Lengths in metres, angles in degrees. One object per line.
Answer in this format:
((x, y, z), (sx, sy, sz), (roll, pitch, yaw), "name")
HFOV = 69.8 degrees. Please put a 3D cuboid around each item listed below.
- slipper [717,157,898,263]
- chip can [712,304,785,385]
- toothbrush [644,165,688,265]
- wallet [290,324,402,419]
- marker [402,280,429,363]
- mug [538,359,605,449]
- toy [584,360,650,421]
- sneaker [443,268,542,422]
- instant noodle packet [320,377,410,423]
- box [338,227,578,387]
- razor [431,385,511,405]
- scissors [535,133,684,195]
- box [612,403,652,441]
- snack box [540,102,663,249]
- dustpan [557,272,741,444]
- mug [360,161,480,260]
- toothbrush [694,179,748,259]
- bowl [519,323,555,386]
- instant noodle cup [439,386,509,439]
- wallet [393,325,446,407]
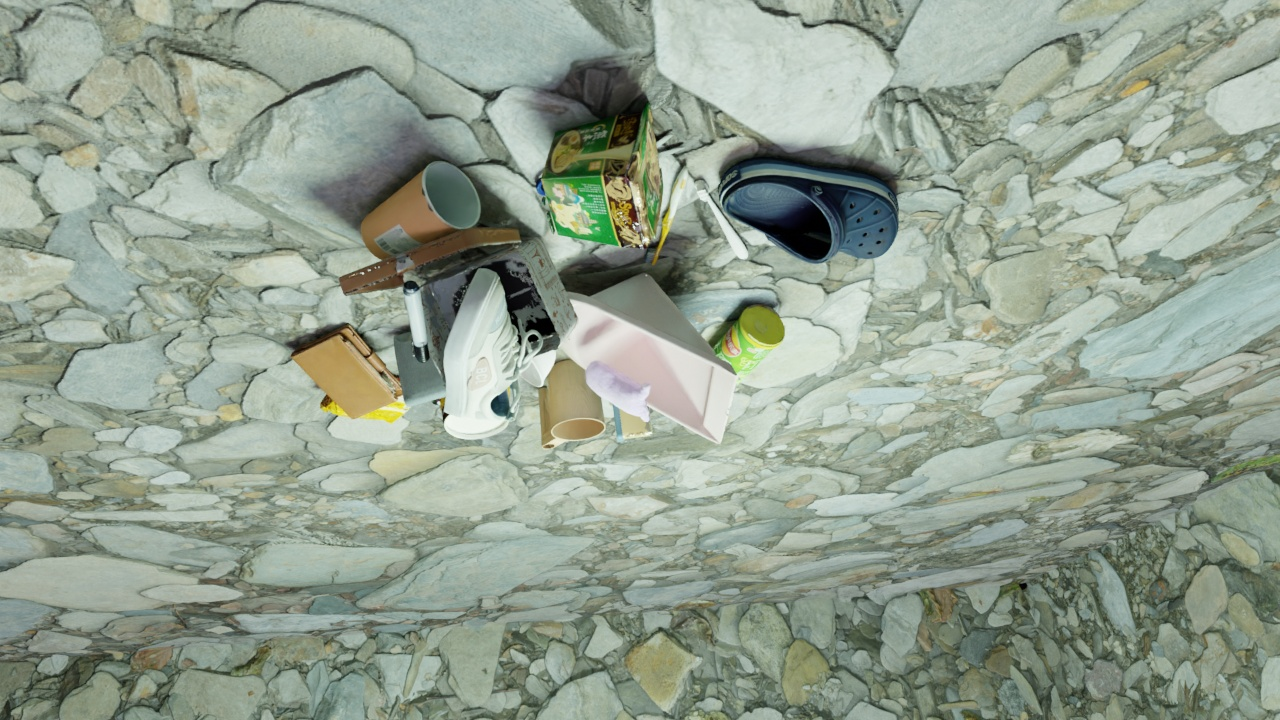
((0.208, -0.168, 1.076), (0.252, 0.095, 0.105), (12, 150, -27), "slipper")
((0.138, 0.000, 1.399), (0.072, 0.072, 0.222), (4, 150, -22), "chip can")
((0.030, -0.171, 1.104), (0.018, 0.016, 0.192), (6, 151, -9), "toothbrush")
((-0.406, 0.018, 1.283), (0.108, 0.031, 0.132), (-21, 124, 23), "wallet")
((-0.250, -0.041, 1.018), (0.022, 0.018, 0.131), (8, 143, 1), "marker")
((-0.114, 0.069, 1.429), (0.084, 0.103, 0.125), (18, 143, -41), "mug")
((-0.032, 0.037, 1.265), (0.108, 0.038, 0.084), (31, 145, 19), "toy")
((-0.162, -0.002, 1.011), (0.091, 0.089, 0.243), (18, 144, -2), "sneaker")
((-0.401, 0.055, 1.392), (0.128, 0.044, 0.111), (16, 143, -42), "instant noodle packet")
((-0.197, -0.054, 1.074), (0.180, 0.156, 0.226), (-17, -178, 17), "box")
((-0.264, 0.052, 1.446), (0.143, 0.022, 0.043), (-13, 150, 11), "razor")
((-0.040, -0.211, 1.012), (0.140, 0.012, 0.171), (9, 146, -30), "scissors")
((-0.015, 0.073, 1.412), (0.059, 0.090, 0.184), (-8, 180, 1), "box")
((-0.039, -0.188, 0.953), (0.106, 0.117, 0.118), (1, 140, 11), "snack box")
((-0.007, 0.007, 1.236), (0.138, 0.273, 0.223), (-29, 154, -15), "dustpan")
((-0.244, -0.155, 1.000), (0.123, 0.078, 0.078), (-22, 150, 33), "mug")
((0.102, -0.167, 1.128), (0.016, 0.016, 0.180), (-15, 152, 18), "toothbrush")
((-0.152, -0.028, 1.259), (0.064, 0.118, 0.118), (-41, 160, -20), "bowl")
((-0.238, 0.042, 1.317), (0.118, 0.114, 0.119), (-8, 146, -6), "instant noodle cup")
((-0.271, -0.003, 1.250), (0.130, 0.106, 0.037), (-15, 174, 13), "wallet")
